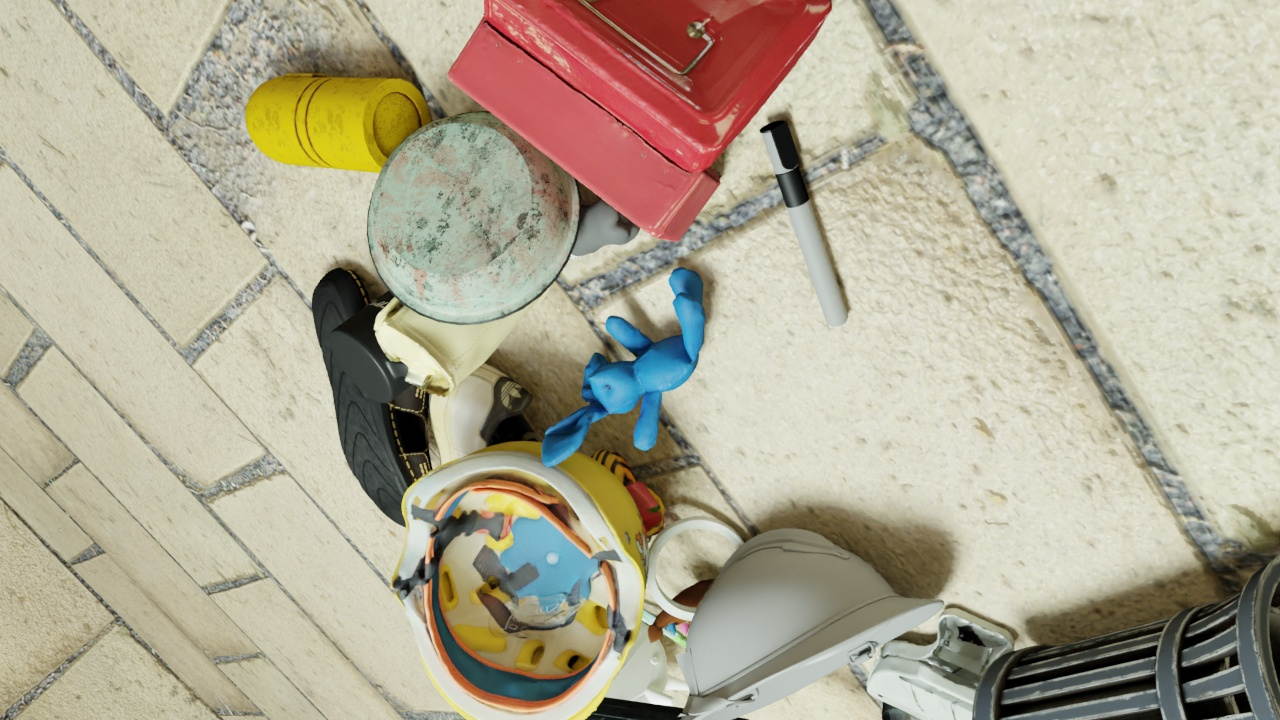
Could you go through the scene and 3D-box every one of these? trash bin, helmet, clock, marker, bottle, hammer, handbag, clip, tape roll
[{"bbox_3d":[0.338,0.231,0.573,0.164,0.163,0.228,42,142,-1],"label":"trash bin"},{"bbox_3d":[-0.086,0.176,0.775,0.209,0.139,0.240,9,106,14],"label":"helmet"},{"bbox_3d":[-0.037,0.319,0.950,0.161,0.125,0.073,32,138,18],"label":"clock"},{"bbox_3d":[0.105,-0.083,0.579,0.016,0.016,0.140,-3,123,38],"label":"marker"},{"bbox_3d":[-0.248,-0.186,0.716,0.164,0.070,0.071,11,131,30],"label":"bottle"},{"bbox_3d":[0.070,0.337,0.827,0.333,0.117,0.025,1,121,17],"label":"hammer"},{"bbox_3d":[-0.141,-0.036,0.707,0.081,0.119,0.111,43,159,-7],"label":"handbag"},{"bbox_3d":[-0.049,-0.093,0.670,0.110,0.036,0.036,-10,118,41],"label":"bottle"},{"bbox_3d":[0.105,0.207,0.744,0.272,0.183,0.117,-44,59,36],"label":"helmet"},{"bbox_3d":[0.251,0.267,0.745,0.125,0.072,0.143,19,141,20],"label":"clip"},{"bbox_3d":[0.051,0.183,0.806,0.093,0.013,0.093,0,98,0],"label":"tape roll"}]

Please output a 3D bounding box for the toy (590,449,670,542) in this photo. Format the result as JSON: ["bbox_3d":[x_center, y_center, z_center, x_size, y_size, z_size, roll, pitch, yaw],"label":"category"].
[{"bbox_3d":[-0.013,0.127,0.831,0.103,0.046,0.084,55,149,-7],"label":"toy"}]

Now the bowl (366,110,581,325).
[{"bbox_3d":[-0.121,-0.105,0.631,0.157,0.157,0.038,29,176,13],"label":"bowl"}]

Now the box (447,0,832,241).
[{"bbox_3d":[-0.012,-0.159,0.542,0.157,0.153,0.169,39,160,2],"label":"box"}]

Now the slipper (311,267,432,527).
[{"bbox_3d":[-0.249,0.038,0.901,0.113,0.075,0.268,-3,104,45],"label":"slipper"}]

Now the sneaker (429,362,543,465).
[{"bbox_3d":[-0.137,0.102,0.878,0.102,0.088,0.242,16,130,14],"label":"sneaker"}]

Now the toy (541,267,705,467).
[{"bbox_3d":[-0.004,0.004,0.694,0.071,0.112,0.177,33,121,-25],"label":"toy"}]

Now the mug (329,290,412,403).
[{"bbox_3d":[-0.202,-0.016,0.799,0.114,0.087,0.078,11,133,43],"label":"mug"}]

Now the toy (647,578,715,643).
[{"bbox_3d":[0.060,0.250,0.833,0.090,0.102,0.071,54,142,18],"label":"toy"}]

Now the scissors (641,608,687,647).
[{"bbox_3d":[0.041,0.275,0.898,0.171,0.022,0.174,19,155,39],"label":"scissors"}]
